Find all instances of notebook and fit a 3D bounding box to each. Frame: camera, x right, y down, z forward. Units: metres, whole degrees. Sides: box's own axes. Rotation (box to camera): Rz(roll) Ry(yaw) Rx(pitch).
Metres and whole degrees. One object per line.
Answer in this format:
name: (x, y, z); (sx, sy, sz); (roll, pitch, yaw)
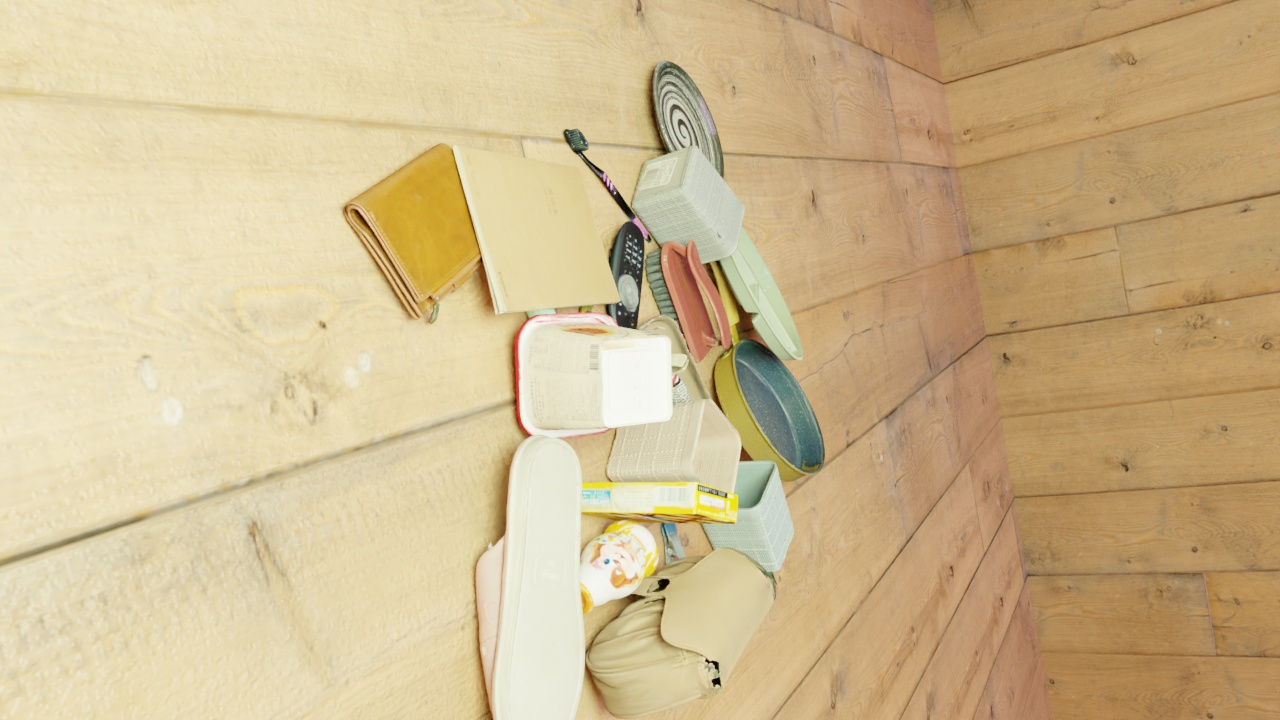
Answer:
notebook: (-0.092, -0.121, 0.867); (0.211, 0.012, 0.149); (-12, 86, -63)

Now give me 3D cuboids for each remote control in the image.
remote control: (-0.018, -0.088, 1.011); (0.053, 0.024, 0.136); (35, 55, -52)

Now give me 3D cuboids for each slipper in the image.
slipper: (-0.095, 0.201, 0.785); (0.114, 0.055, 0.274); (12, 77, -56)

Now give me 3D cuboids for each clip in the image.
clip: (-0.007, 0.004, 0.957); (0.098, 0.100, 0.035); (39, 46, -9)
clip: (0.035, 0.210, 1.036); (0.024, 0.028, 0.057); (2, 72, -61)

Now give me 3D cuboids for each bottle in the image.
bottle: (-0.031, 0.200, 0.882); (0.108, 0.063, 0.063); (-32, 110, -50)

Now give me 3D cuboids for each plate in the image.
plate: (0.056, -0.294, 1.172); (0.179, 0.024, 0.179); (35, 47, -50)
plate: (0.152, -0.098, 1.218); (0.230, 0.027, 0.229); (54, 19, -28)

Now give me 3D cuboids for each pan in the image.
pan: (0.140, -0.010, 1.192); (0.357, 0.078, 0.197); (57, 26, -1)

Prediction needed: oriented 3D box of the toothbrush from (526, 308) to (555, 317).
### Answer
toothbrush: (-0.098, -0.053, 0.870); (0.026, 0.027, 0.224); (-124, -166, -72)

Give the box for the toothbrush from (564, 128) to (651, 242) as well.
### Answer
toothbrush: (-0.030, -0.192, 1.026); (0.189, 0.018, 0.014); (48, 43, -44)

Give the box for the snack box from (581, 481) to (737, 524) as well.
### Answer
snack box: (0.014, 0.139, 0.894); (0.087, 0.141, 0.033); (26, 66, -54)

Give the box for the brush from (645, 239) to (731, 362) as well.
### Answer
brush: (0.059, -0.074, 1.089); (0.063, 0.069, 0.146); (-49, 123, -53)

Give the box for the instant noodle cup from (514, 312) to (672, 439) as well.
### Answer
instant noodle cup: (-0.039, 0.016, 0.823); (0.116, 0.124, 0.116); (-4, 95, -37)

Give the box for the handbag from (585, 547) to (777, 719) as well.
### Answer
handbag: (0.039, 0.258, 0.901); (0.204, 0.148, 0.100); (-36, 105, -57)

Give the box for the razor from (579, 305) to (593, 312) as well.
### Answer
razor: (-0.053, -0.037, 0.942); (0.042, 0.022, 0.142); (34, 53, -48)

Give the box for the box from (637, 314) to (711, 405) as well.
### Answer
box: (0.046, 0.032, 1.029); (0.075, 0.085, 0.162); (-30, 117, -14)

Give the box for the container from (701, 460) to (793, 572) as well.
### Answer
container: (0.131, 0.195, 1.125); (0.089, 0.090, 0.111); (-54, 131, -48)

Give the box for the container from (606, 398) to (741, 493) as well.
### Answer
container: (0.033, 0.101, 0.964); (0.090, 0.111, 0.089); (49, 44, -42)

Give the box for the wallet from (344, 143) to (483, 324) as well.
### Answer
wallet: (-0.169, -0.104, 0.757); (0.119, 0.035, 0.130); (65, 33, -23)

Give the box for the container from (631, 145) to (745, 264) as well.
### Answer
container: (0.055, -0.184, 1.094); (0.114, 0.090, 0.090); (46, 45, -39)
